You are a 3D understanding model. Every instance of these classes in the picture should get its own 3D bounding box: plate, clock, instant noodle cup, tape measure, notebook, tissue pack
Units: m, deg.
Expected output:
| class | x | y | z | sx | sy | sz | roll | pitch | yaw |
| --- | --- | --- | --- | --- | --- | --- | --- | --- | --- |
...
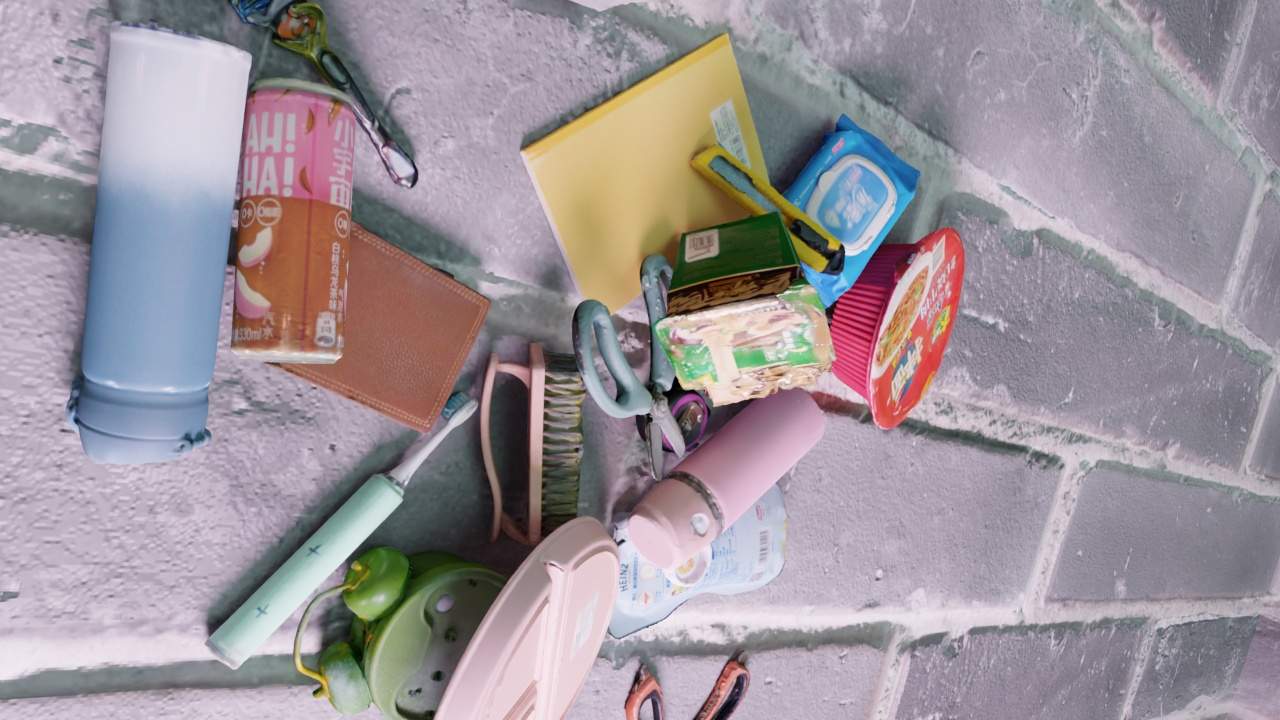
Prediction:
| class | x | y | z | sx | sy | sz | roll | pitch | yaw |
| --- | --- | --- | --- | --- | --- | --- | --- | --- | --- |
| plate | -0.074 | 0.220 | 0.646 | 0.228 | 0.028 | 0.230 | -54 | 157 | -36 |
| clock | -0.154 | 0.185 | 0.623 | 0.161 | 0.056 | 0.116 | 17 | 91 | -41 |
| instant noodle cup | 0.232 | -0.037 | 0.852 | 0.193 | 0.066 | 0.194 | -32 | 134 | -42 |
| tape measure | 0.027 | 0.046 | 0.743 | 0.057 | 0.039 | 0.057 | -51 | 129 | -16 |
| notebook | 0.016 | -0.139 | 0.698 | 0.205 | 0.010 | 0.146 | -38 | 124 | -25 |
| tissue pack | 0.170 | -0.131 | 0.778 | 0.095 | 0.052 | 0.157 | 39 | 75 | -7 |

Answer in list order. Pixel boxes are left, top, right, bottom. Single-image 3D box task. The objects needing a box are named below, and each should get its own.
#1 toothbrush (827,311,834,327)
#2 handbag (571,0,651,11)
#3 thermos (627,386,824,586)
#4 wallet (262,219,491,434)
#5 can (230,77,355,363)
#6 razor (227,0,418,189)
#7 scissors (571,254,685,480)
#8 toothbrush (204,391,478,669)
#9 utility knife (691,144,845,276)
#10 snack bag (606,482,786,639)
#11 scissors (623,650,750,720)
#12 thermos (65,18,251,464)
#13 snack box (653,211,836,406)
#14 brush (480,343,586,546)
| class | x | y | z | sx | sy | sz | roll | pitch | yaw |
| --- | --- | --- | --- | --- | --- | --- | --- | --- | --- |
| toothbrush | 0.134 | -0.042 | 0.823 | 0.188 | 0.014 | 0.018 | 3 | 91 | -40 |
| handbag | -0.073 | -0.302 | 0.518 | 0.196 | 0.098 | 0.145 | 8 | 99 | -40 |
| thermos | 0.076 | 0.103 | 0.764 | 0.198 | 0.067 | 0.087 | -38 | 112 | -36 |
| wallet | -0.162 | -0.021 | 0.575 | 0.124 | 0.032 | 0.101 | 31 | 80 | -41 |
| can | -0.188 | -0.073 | 0.499 | 0.057 | 0.058 | 0.147 | 4 | 87 | -40 |
| razor | -0.172 | -0.156 | 0.531 | 0.042 | 0.022 | 0.143 | -46 | 127 | -18 |
| scissors | -0.005 | 0.005 | 0.658 | 0.178 | 0.019 | 0.173 | 3 | 86 | -60 |
| toothbrush | -0.185 | 0.104 | 0.593 | 0.224 | 0.027 | 0.026 | -47 | 159 | -19 |
| utility knife | 0.104 | -0.116 | 0.719 | 0.154 | 0.015 | 0.033 | 35 | 83 | -15 |
| snack bag | 0.048 | 0.168 | 0.799 | 0.190 | 0.039 | 0.110 | -5 | 108 | -36 |
| scissors | 0.032 | 0.364 | 0.858 | 0.188 | 0.015 | 0.223 | -16 | 114 | -36 |
| thermos | -0.248 | -0.055 | 0.470 | 0.070 | 0.070 | 0.220 | 4 | 100 | -40 |
| snack box | 0.077 | -0.046 | 0.692 | 0.117 | 0.118 | 0.105 | 63 | 20 | -49 |
| brush | -0.078 | 0.064 | 0.653 | 0.073 | 0.063 | 0.146 | 1 | 106 | -10 |
